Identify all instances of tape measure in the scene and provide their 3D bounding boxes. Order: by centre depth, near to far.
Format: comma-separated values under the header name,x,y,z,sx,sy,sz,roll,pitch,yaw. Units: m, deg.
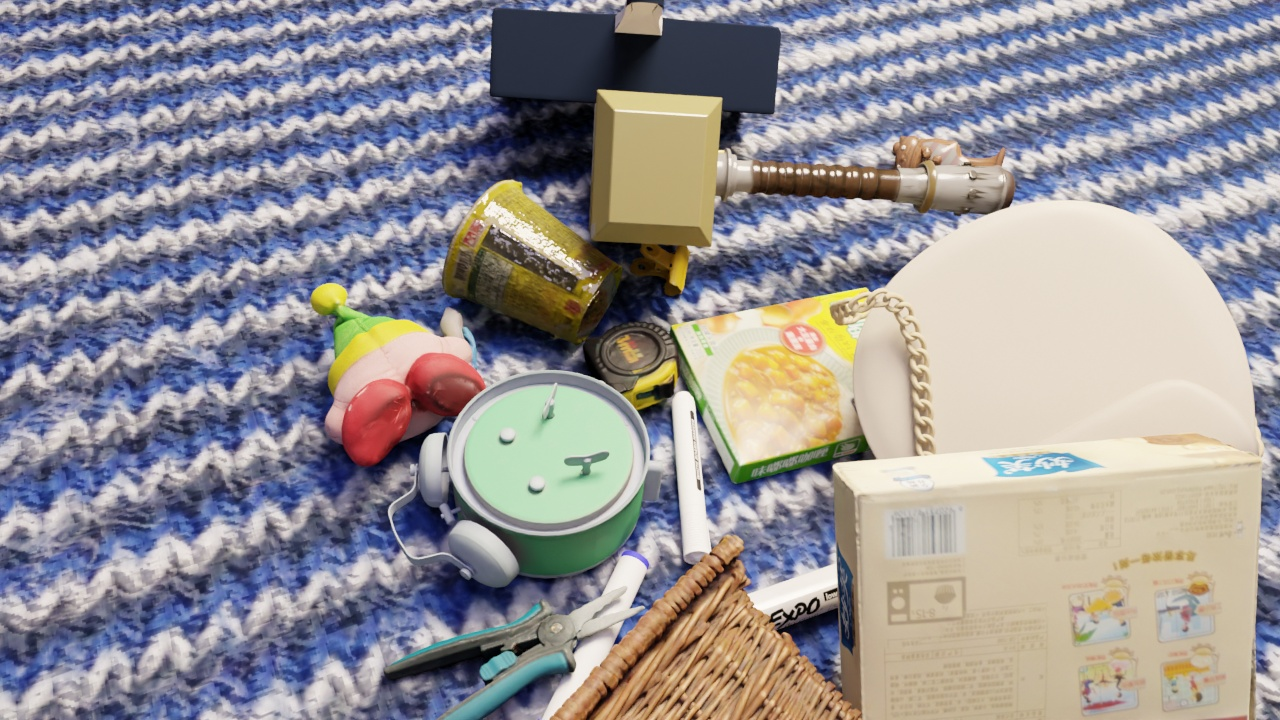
name,x,y,z,sx,sy,sz,roll,pitch,yaw
tape measure,-0.004,0.004,0.662,0.062,0.038,0.067,-20,50,-12

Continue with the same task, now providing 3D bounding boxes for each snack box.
name,x,y,z,sx,sy,sz,roll,pitch,yaw
snack box,0.212,0.125,0.487,0.207,0.153,0.055,-5,10,-1
snack box,0.120,0.013,0.673,0.168,0.027,0.131,-12,52,-16

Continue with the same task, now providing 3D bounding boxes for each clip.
name,x,y,z,sx,sy,sz,roll,pitch,yaw
clip,0.015,-0.077,0.750,0.046,0.035,0.052,22,49,-11

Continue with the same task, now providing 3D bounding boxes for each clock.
name,x,y,z,sx,sy,sz,roll,pitch,yaw
clock,-0.074,0.074,0.566,0.161,0.075,0.122,-22,55,-22

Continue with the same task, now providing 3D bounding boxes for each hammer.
name,x,y,z,sx,sy,sz,roll,pitch,yaw
hammer,0.125,-0.139,0.707,0.325,0.101,0.190,3,11,-4

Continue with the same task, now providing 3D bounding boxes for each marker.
name,x,y,z,sx,sy,sz,roll,pitch,yaw
marker,-0.031,0.170,0.523,0.020,0.020,0.141,20,50,11
marker,0.080,0.149,0.551,0.125,0.025,0.025,-14,52,-18
marker,0.034,0.075,0.616,0.020,0.017,0.133,29,40,-31

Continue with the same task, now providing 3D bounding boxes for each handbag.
name,x,y,z,sx,sy,sz,roll,pitch,yaw
handbag,0.243,0.013,0.562,0.211,0.103,0.208,-33,77,17

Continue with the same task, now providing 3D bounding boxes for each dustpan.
name,x,y,z,sx,sy,sz,roll,pitch,yaw
dustpan,-0.005,-0.257,0.774,0.236,0.080,0.273,3,17,-4

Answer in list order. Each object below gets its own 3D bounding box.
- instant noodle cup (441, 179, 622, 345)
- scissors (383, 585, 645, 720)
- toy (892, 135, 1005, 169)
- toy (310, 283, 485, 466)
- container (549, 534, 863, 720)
name,x,y,z,sx,sy,sz,roll,pitch,yaw
instant noodle cup,-0.076,-0.068,0.684,0.108,0.102,0.102,30,52,8
scissors,-0.075,0.168,0.511,0.122,0.019,0.148,14,45,24
toy,0.282,-0.186,0.857,0.102,0.042,0.054,19,27,21
toy,-0.167,-0.003,0.619,0.124,0.097,0.131,-32,32,-19
container,0.020,0.239,0.381,0.183,0.163,0.249,36,55,18
